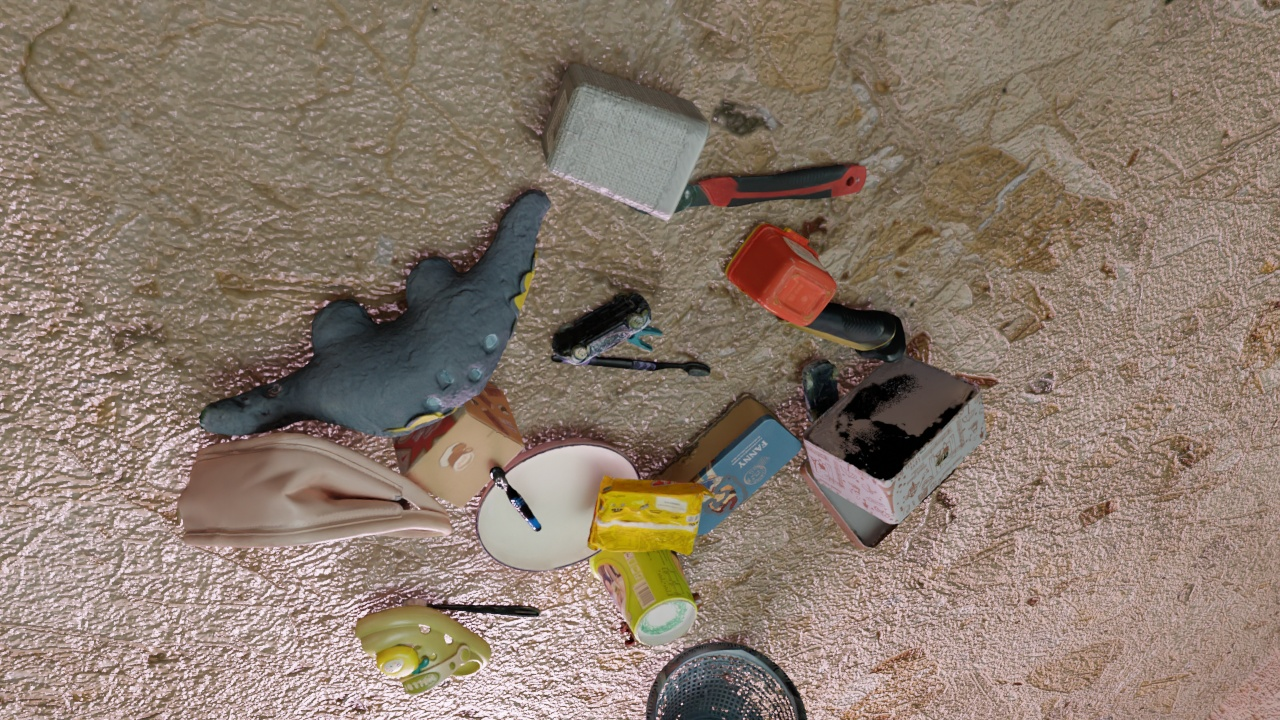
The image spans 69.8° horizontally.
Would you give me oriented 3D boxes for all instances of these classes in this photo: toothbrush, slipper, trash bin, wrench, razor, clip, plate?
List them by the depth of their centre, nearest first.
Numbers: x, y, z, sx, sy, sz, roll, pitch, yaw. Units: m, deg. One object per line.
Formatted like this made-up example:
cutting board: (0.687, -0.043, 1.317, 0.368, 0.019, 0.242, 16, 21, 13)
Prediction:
wrench: (0.103, -0.171, 0.895, 0.273, 0.016, 0.056, -5, 127, -21)
toothbrush: (-0.123, 0.147, 0.934, 0.014, 0.016, 0.190, -33, 153, -9)
clip: (-0.004, -0.027, 0.955, 0.056, 0.014, 0.040, 17, 115, -35)
toothbrush: (-0.006, 0.006, 0.978, 0.188, 0.016, 0.014, 4, 122, -26)
razor: (0.225, -0.038, 1.033, 0.167, 0.062, 0.068, 13, 149, -26)
plate: (-0.094, 0.157, 1.034, 0.192, 0.039, 0.193, -12, 129, -16)
slipper: (-0.246, 0.346, 1.069, 0.092, 0.081, 0.190, -28, 138, 19)
toothbrush: (-0.199, 0.299, 1.106, 0.181, 0.015, 0.018, 15, 146, -33)
trash bin: (0.111, 0.556, 1.333, 0.226, 0.226, 0.195, -12, 141, -17)

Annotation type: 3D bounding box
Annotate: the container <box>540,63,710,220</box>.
container: (-0.018, -0.187, 0.772, 0.114, 0.090, 0.090, 16, 116, -20)

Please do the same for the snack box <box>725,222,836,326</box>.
snack box: (0.148, -0.086, 0.937, 0.091, 0.080, 0.082, 22, 112, -35)

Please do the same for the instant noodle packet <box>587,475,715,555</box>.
instant noodle packet: (0.011, 0.173, 1.023, 0.128, 0.044, 0.111, 5, 130, -8)

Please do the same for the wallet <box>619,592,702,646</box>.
wallet: (0.026, 0.337, 1.194, 0.101, 0.032, 0.125, -22, 163, -13)

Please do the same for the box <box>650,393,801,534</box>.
box: (0.104, 0.119, 1.084, 0.184, 0.061, 0.089, -44, 131, 13)

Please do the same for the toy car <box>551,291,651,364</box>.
toy car: (-0.038, -0.030, 0.914, 0.105, 0.049, 0.031, -28, 129, -2)

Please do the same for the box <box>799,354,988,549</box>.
box: (0.297, 0.120, 1.085, 0.182, 0.153, 0.178, -38, 128, -19)

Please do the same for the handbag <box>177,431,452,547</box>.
handbag: (-0.282, 0.137, 0.855, 0.194, 0.093, 0.234, -9, 160, 37)

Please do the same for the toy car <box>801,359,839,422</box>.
toy car: (0.212, 0.036, 1.089, 0.043, 0.034, 0.091, -21, 129, -6)

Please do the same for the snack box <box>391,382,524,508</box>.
snack box: (-0.181, 0.070, 0.892, 0.093, 0.094, 0.077, -44, 130, 11)

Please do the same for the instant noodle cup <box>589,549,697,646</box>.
instant noodle cup: (0.010, 0.275, 1.114, 0.111, 0.123, 0.112, -13, 129, -17)

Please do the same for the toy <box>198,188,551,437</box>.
toy: (-0.207, -0.010, 0.810, 0.356, 0.091, 0.138, -32, 102, -7)
